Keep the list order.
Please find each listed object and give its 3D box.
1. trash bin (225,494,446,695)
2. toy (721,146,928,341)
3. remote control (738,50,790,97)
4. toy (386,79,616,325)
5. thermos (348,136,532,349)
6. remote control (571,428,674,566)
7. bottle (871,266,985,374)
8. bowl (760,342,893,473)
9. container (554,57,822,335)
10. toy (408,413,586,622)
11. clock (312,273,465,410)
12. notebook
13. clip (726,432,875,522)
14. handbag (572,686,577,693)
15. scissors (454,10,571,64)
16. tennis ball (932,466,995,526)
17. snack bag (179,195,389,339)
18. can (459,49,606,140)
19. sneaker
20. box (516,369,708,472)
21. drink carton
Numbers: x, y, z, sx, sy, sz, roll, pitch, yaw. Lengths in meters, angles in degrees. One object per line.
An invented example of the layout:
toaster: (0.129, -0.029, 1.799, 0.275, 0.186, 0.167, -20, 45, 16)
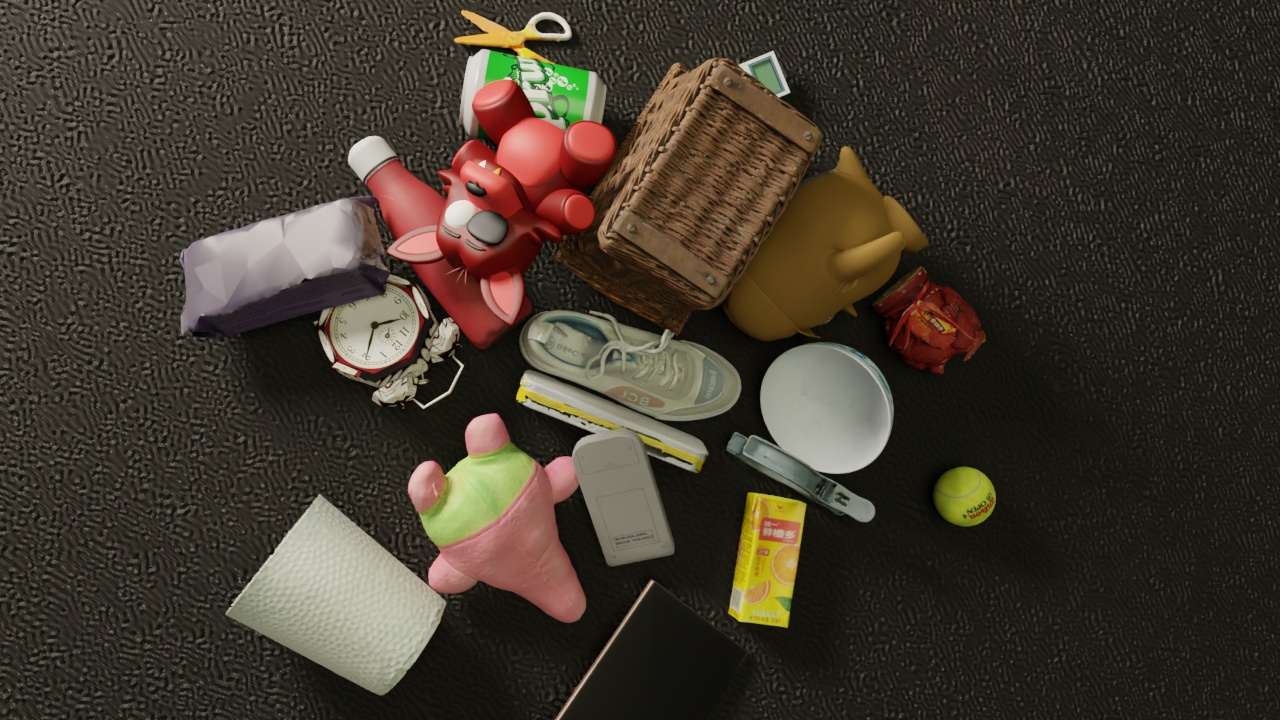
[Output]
trash bin: (-0.282, 0.228, 0.873, 0.161, 0.133, 0.133, 39, 81, -11)
toy: (0.180, -0.098, 0.963, 0.203, 0.198, 0.162, -40, 112, 9)
remote control: (0.089, -0.289, 1.010, 0.143, 0.024, 0.049, -25, 96, -9)
toy: (-0.125, -0.149, 0.856, 0.158, 0.120, 0.197, 30, 77, 16)
thermos: (-0.208, -0.123, 0.927, 0.073, 0.073, 0.240, -39, 93, -10)
remote control: (-0.018, 0.140, 0.941, 0.074, 0.019, 0.151, -13, 112, 9)
bottle: (0.314, -0.039, 1.003, 0.099, 0.099, 0.111, -40, 90, -10)
bowl: (0.209, 0.040, 0.979, 0.074, 0.144, 0.144, -31, 93, -50)
container: (0.053, -0.163, 0.904, 0.162, 0.183, 0.250, 32, 88, -13)
toy: (-0.129, 0.172, 0.922, 0.192, 0.097, 0.237, -38, 108, -11)
clock: (-0.243, -0.015, 0.917, 0.154, 0.065, 0.114, 40, 81, 10)
notebook: (0.005, 0.354, 0.953, 0.141, 0.008, 0.209, 40, 77, -16)
clip: (0.164, 0.125, 0.999, 0.167, 0.127, 0.028, 32, 83, -15)
handbag: (-0.012, 0.365, 0.963, 0.119, 0.029, 0.055, 0, 89, -15)
scissors: (-0.134, -0.352, 0.981, 0.133, 0.012, 0.096, 28, 82, -9)
tennis ball: (0.358, 0.150, 1.015, 0.065, 0.065, 0.065, 1, 87, -10)
snack bag: (-0.346, -0.091, 0.880, 0.205, 0.058, 0.096, -16, 72, 3)
can: (-0.110, -0.263, 0.943, 0.140, 0.088, 0.087, 9, 86, -9)
sneaker: (-0.006, 0.005, 0.947, 0.242, 0.091, 0.089, 17, 83, -9)
box: (-0.029, 0.065, 0.954, 0.209, 0.064, 0.033, 22, 96, -8)
drink carton: (0.136, 0.212, 0.986, 0.058, 0.043, 0.134, 10, 86, -12)
